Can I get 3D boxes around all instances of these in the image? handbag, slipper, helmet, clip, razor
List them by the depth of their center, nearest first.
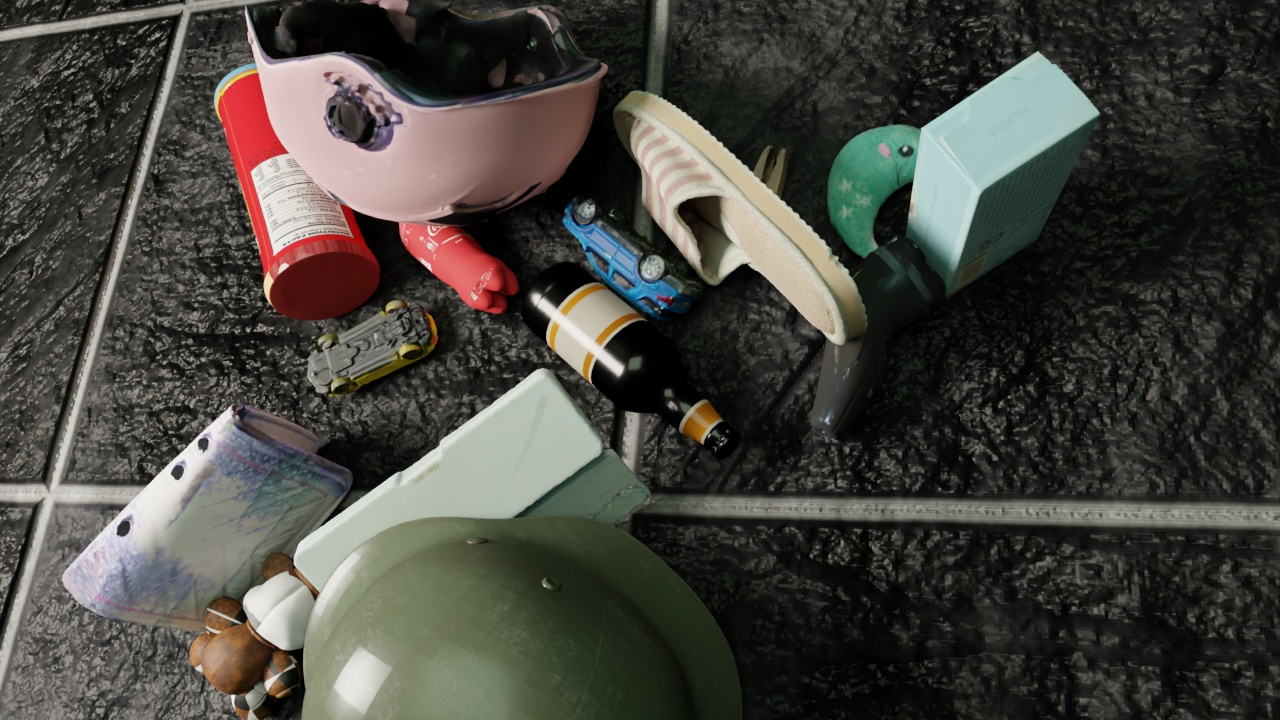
[{"bbox_3d":[-0.080,0.195,0.495,0.268,0.154,0.227,26,88,9],"label":"helmet"},{"bbox_3d":[0.153,-0.012,0.600,0.064,0.053,0.140,18,77,25],"label":"razor"},{"bbox_3d":[0.050,-0.093,0.616,0.052,0.115,0.263,-37,51,-6],"label":"slipper"},{"bbox_3d":[-0.299,0.107,0.643,0.069,0.126,0.158,41,86,27],"label":"handbag"},{"bbox_3d":[0.096,-0.127,0.674,0.061,0.026,0.049,-38,66,1],"label":"clip"},{"bbox_3d":[-0.151,-0.181,0.675,0.255,0.153,0.229,15,30,15],"label":"helmet"}]

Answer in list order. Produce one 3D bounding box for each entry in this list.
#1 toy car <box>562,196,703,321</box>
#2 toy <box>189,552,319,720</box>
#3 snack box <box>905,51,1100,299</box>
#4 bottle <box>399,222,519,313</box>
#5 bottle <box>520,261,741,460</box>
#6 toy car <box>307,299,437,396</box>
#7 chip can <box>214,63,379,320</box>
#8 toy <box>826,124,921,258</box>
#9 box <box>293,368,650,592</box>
[{"bbox_3d":[-0.010,-0.075,0.667,0.120,0.056,0.044,43,108,20],"label":"toy car"},{"bbox_3d":[-0.255,0.186,0.640,0.087,0.067,0.112,41,69,10],"label":"toy"},{"bbox_3d":[0.208,-0.102,0.550,0.075,0.174,0.053,-33,71,3],"label":"snack box"},{"bbox_3d":[-0.152,-0.087,0.719,0.141,0.042,0.042,40,84,25],"label":"bottle"},{"bbox_3d":[-0.004,0.004,0.634,0.181,0.059,0.059,40,85,25],"label":"bottle"},{"bbox_3d":[-0.209,-0.008,0.713,0.107,0.030,0.049,-24,67,4],"label":"toy car"},{"bbox_3d":[-0.286,-0.141,0.754,0.087,0.087,0.213,-28,64,4],"label":"chip can"},{"bbox_3d":[0.178,-0.126,0.647,0.105,0.033,0.085,-31,76,2],"label":"toy"},{"bbox_3d":[-0.101,0.108,0.586,0.197,0.136,0.044,-35,30,2],"label":"box"}]
